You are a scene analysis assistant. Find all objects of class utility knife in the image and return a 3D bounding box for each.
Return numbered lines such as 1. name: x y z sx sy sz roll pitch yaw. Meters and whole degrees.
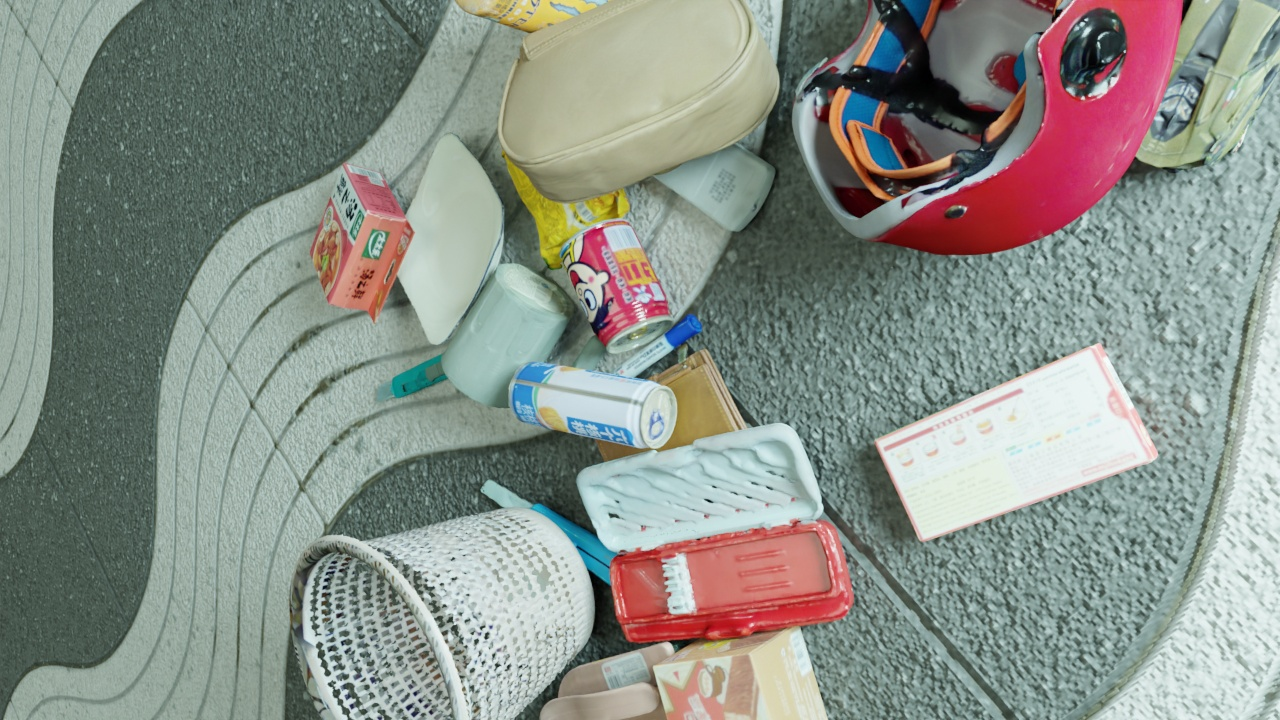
1. utility knife: -0.075 0.157 0.840 0.208 0.018 0.034 24 108 33
2. utility knife: -0.215 0.014 0.930 0.179 0.013 0.029 -21 81 35

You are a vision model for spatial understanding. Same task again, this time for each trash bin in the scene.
1. trash bin: -0.154 0.225 0.782 0.228 0.191 0.228 13 111 37

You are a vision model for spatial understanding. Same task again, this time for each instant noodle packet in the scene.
1. instant noodle packet: -0.063 -0.156 0.786 0.111 0.044 0.128 -34 71 40

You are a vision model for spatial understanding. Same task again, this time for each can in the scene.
1. can: -0.039 0.035 0.738 0.135 0.053 0.053 9 99 34
2. can: -0.078 -0.286 0.722 0.058 0.145 0.058 4 96 36
3. can: -0.019 -0.060 0.748 0.067 0.066 0.093 -33 75 33

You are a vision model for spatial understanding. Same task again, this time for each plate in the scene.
1. plate: -0.173 -0.112 0.860 0.164 0.034 0.164 -56 49 28

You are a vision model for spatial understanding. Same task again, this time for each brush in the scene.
1. brush: -0.021 0.283 0.778 0.146 0.072 0.063 -26 79 36

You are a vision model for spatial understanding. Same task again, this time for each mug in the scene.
1. mug: -0.101 -0.011 0.814 0.124 0.083 0.104 34 115 0

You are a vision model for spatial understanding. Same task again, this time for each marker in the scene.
1. marker: -0.005 0.005 0.770 0.146 0.016 0.017 -36 73 36

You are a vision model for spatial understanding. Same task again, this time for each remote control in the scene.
1. remote control: 0.038 -0.162 0.725 0.150 0.021 0.058 41 113 26

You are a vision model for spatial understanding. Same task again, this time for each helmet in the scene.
1. helmet: 0.208 -0.168 0.515 0.240 0.143 0.206 -63 25 24

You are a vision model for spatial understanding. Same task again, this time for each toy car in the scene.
1. toy car: 0.322 -0.183 0.507 0.070 0.042 0.158 31 109 30

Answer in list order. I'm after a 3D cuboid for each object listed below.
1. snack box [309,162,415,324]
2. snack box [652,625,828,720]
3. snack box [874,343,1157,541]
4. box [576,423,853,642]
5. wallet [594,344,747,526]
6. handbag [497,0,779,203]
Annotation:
1. snack box: -0.286 -0.119 0.929 0.113 0.044 0.127 -60 43 23
2. snack box: 0.078 0.261 0.700 0.095 0.076 0.092 -21 82 36
3. snack box: 0.238 0.056 0.597 0.156 0.027 0.077 -30 77 34
4. box: 0.053 0.138 0.715 0.201 0.049 0.160 -16 92 30
5. wallet: 0.021 0.059 0.749 0.131 0.035 0.119 -31 75 32
6. handbag: -0.003 -0.202 0.682 0.205 0.100 0.147 -16 62 18
